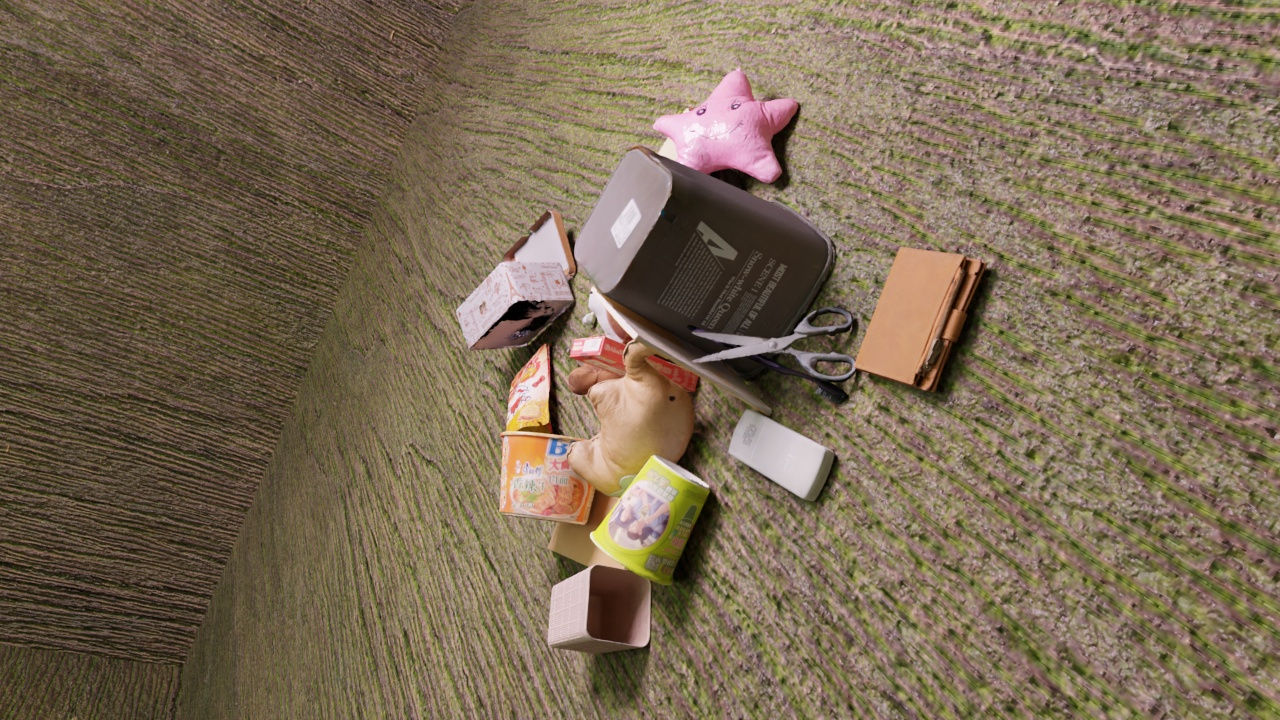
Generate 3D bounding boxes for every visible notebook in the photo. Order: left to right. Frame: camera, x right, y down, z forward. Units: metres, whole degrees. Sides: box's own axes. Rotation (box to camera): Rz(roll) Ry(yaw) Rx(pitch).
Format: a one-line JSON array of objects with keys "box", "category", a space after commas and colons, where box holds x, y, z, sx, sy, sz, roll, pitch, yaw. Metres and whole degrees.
[{"box": [-0.055, 0.209, 1.266, 0.212, 0.012, 0.149, 3, 74, 58], "category": "notebook"}, {"box": [0.046, -0.011, 1.042, 0.010, 0.206, 0.146, -55, 32, 10], "category": "notebook"}]

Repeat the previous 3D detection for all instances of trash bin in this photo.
[{"box": [0.064, -0.122, 1.067, 0.199, 0.219, 0.198, -58, 33, 16], "category": "trash bin"}]

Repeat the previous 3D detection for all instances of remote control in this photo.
[{"box": [0.150, 0.100, 0.991, 0.150, 0.021, 0.058, 29, 98, 59], "category": "remote control"}]

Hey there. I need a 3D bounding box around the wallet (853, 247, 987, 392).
[{"box": [0.265, -0.042, 0.881, 0.108, 0.031, 0.132, 23, 93, 62], "category": "wallet"}]

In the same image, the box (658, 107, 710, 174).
[{"box": [0.052, -0.271, 1.310, 0.168, 0.077, 0.091, -58, 33, 18], "category": "box"}]

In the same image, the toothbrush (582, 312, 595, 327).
[{"box": [-0.061, -0.145, 1.474, 0.020, 0.029, 0.189, 10, 76, 16], "category": "toothbrush"}]

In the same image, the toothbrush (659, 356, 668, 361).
[{"box": [0.044, -0.034, 1.245, 0.018, 0.015, 0.181, 23, 92, 66], "category": "toothbrush"}]

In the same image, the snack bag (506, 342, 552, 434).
[{"box": [-0.182, 0.070, 1.510, 0.129, 0.073, 0.207, -53, 27, 28], "category": "snack bag"}]

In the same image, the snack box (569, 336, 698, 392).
[{"box": [-0.007, 0.007, 1.166, 0.075, 0.152, 0.025, -3, 69, 57], "category": "snack box"}]

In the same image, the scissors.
[{"box": [0.147, -0.014, 0.964, 0.163, 0.014, 0.165, -39, 66, -13], "category": "scissors"}]

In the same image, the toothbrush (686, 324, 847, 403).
[{"box": [0.132, 0.002, 0.978, 0.014, 0.189, 0.017, -45, -27, -45], "category": "toothbrush"}]

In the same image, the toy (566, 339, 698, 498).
[{"box": [0.001, 0.070, 1.123, 0.082, 0.143, 0.226, -107, 34, -62], "category": "toy"}]

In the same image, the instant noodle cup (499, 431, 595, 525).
[{"box": [-0.126, 0.164, 1.263, 0.152, 0.151, 0.111, -10, 69, 56], "category": "instant noodle cup"}]

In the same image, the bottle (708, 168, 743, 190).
[{"box": [0.067, -0.180, 1.267, 0.195, 0.044, 0.079, -45, 35, 37], "category": "bottle"}]

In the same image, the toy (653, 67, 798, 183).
[{"box": [0.105, -0.305, 1.199, 0.195, 0.074, 0.178, 4, 69, 24], "category": "toy"}]

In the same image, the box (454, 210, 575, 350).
[{"box": [-0.224, -0.140, 1.584, 0.181, 0.157, 0.205, -36, 64, 44], "category": "box"}]

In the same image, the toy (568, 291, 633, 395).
[{"box": [-0.022, -0.044, 1.248, 0.200, 0.130, 0.140, -57, 1, 22], "category": "toy"}]

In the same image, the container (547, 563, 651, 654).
[{"box": [-0.055, 0.311, 1.131, 0.111, 0.090, 0.089, -34, 46, 49], "category": "container"}]

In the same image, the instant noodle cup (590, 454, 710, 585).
[{"box": [0.020, 0.182, 1.079, 0.123, 0.111, 0.112, -59, 31, 1], "category": "instant noodle cup"}]
